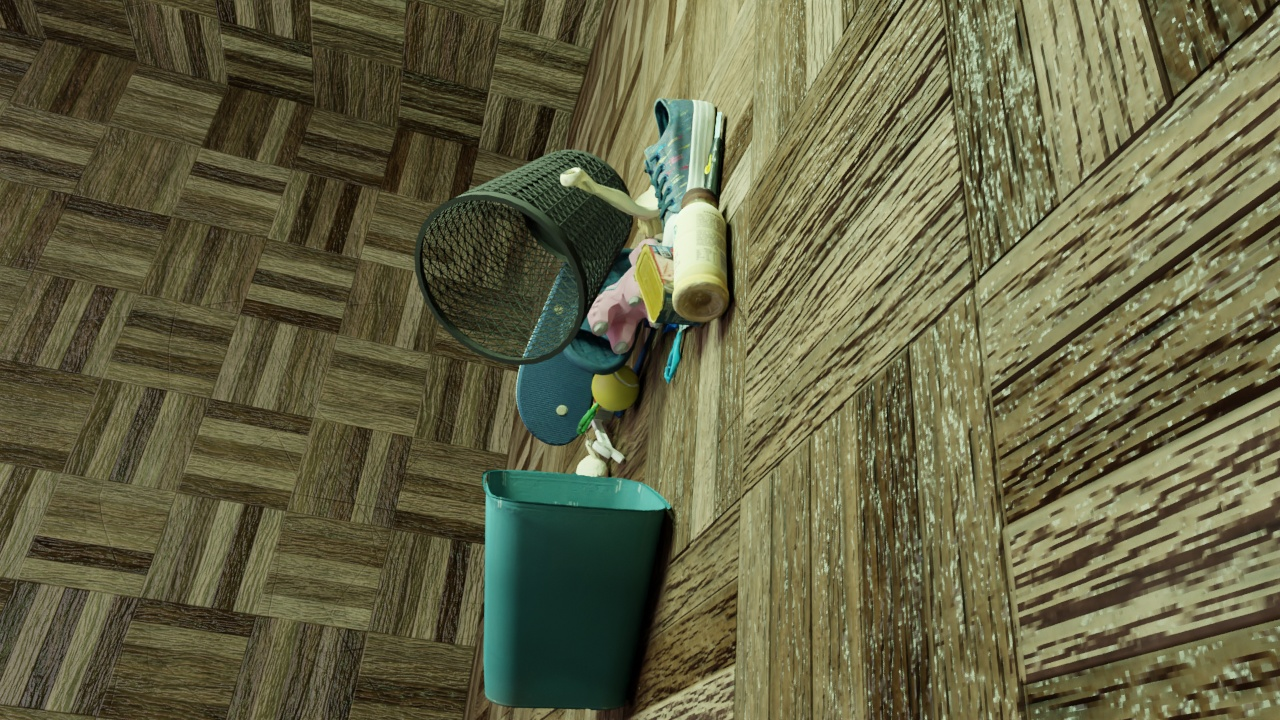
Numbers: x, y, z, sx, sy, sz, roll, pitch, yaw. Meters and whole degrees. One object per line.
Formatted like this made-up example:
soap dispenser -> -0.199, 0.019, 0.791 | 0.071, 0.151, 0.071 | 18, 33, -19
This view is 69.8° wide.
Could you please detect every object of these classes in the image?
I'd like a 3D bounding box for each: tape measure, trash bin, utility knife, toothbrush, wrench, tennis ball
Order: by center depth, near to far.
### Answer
trash bin -> -0.085, 0.244, 1.002 | 0.199, 0.196, 0.218 | -166, 82, -80
utility knife -> 0.081, -0.205, 1.056 | 0.029, 0.020, 0.202 | 131, 150, -64
trash bin -> -0.125, -0.149, 1.157 | 0.242, 0.217, 0.217 | -56, -11, -53
tennis ball -> -0.033, 0.036, 1.241 | 0.065, 0.065, 0.065 | -169, 91, -79
toothbrush -> -0.007, 0.007, 1.267 | 0.016, 0.017, 0.190 | -84, 12, -52
wrench -> -0.058, 0.108, 1.354 | 0.009, 0.047, 0.273 | -59, 11, 3
tape measure -> -0.073, 0.068, 1.418 | 0.060, 0.062, 0.020 | -107, 30, -61

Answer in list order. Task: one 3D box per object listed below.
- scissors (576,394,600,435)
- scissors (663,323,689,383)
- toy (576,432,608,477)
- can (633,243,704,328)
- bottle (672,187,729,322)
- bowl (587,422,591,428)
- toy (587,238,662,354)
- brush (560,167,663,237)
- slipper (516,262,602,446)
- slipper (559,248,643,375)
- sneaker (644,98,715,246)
scissors -> -0.053, 0.054, 1.322 | 0.126, 0.011, 0.131 | -58, -12, 12
scissors -> 0.045, -0.038, 1.071 | 0.133, 0.014, 0.127 | -125, 50, -75
toy -> -0.071, 0.164, 1.333 | 0.087, 0.050, 0.112 | -140, 67, -79
can -> 0.034, -0.083, 0.998 | 0.099, 0.059, 0.054 | -108, 29, -42
bottle -> 0.062, -0.115, 0.956 | 0.057, 0.056, 0.161 | 114, 164, -47
bowl -> -0.108, 0.027, 1.607 | 0.177, 0.071, 0.177 | -169, 91, -79
toy -> -0.006, -0.088, 1.165 | 0.124, 0.067, 0.157 | -35, 27, 27
brush -> -0.021, -0.196, 1.114 | 0.271, 0.062, 0.077 | -3, -103, -65
slipper -> -0.108, -0.022, 1.345 | 0.060, 0.118, 0.295 | -134, 60, -76
slipper -> -0.042, -0.075, 1.242 | 0.059, 0.104, 0.213 | 100, -169, -58
sneaker -> 0.039, -0.223, 1.122 | 0.088, 0.079, 0.235 | 125, 155, -62
